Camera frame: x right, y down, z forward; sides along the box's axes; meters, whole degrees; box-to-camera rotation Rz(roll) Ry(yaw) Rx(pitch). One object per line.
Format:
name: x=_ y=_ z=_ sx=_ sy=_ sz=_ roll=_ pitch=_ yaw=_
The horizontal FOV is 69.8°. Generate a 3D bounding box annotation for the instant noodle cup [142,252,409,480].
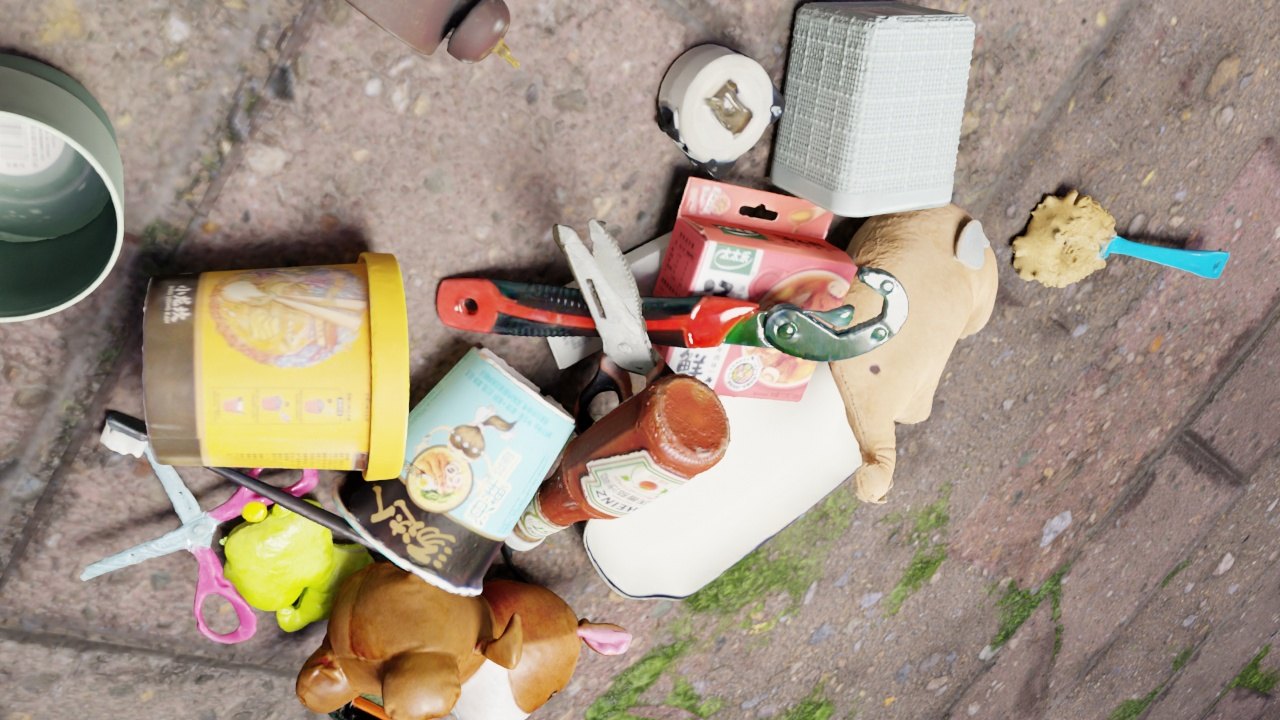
instant noodle cup: x=-0.182 y=0.004 z=0.464 sx=0.114 sy=0.118 sz=0.119 roll=-2 pitch=119 yaw=-20

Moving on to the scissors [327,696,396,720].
scissors: x=-0.175 y=0.309 z=0.714 sx=0.220 sy=0.021 sz=0.228 roll=-20 pitch=126 yaw=-18

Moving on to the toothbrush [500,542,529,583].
toothbrush: x=-0.079 y=0.186 z=0.699 sx=0.016 sy=0.014 sz=0.189 roll=-33 pitch=131 yaw=-24

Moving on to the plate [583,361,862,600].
plate: x=0.073 y=0.077 z=0.702 sx=0.265 sy=0.034 sz=0.162 roll=-36 pitch=128 yaw=-6

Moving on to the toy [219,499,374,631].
toy: x=-0.215 y=0.130 z=0.573 sx=0.100 sy=0.031 sz=0.097 roll=20 pitch=104 yaw=-41

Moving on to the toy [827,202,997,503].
toy: x=0.175 y=-0.014 z=0.636 sx=0.143 sy=0.083 sz=0.225 roll=45 pitch=64 yaw=-23

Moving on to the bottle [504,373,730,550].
bottle: x=-0.028 y=0.074 z=0.570 sx=0.059 sy=0.059 sz=0.207 roll=11 pitch=148 yaw=-34

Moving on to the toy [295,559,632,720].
toy: x=-0.110 y=0.196 z=0.607 sx=0.199 sy=0.140 sz=0.130 roll=15 pitch=72 yaw=-55

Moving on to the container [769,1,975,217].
container: x=0.141 y=-0.157 z=0.563 sx=0.090 sy=0.090 sz=0.112 roll=-11 pitch=120 yaw=-24

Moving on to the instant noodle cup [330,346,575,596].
instant noodle cup: x=-0.105 y=0.059 z=0.552 sx=0.111 sy=0.111 sz=0.120 roll=38 pitch=88 yaw=-40

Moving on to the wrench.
wrench: x=0.016 y=-0.027 z=0.535 sx=0.273 sy=0.016 sz=0.056 roll=1 pitch=114 yaw=4

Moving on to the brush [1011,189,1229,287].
brush: x=0.418 y=-0.092 z=0.780 sx=0.254 sy=0.046 sz=0.083 roll=4 pitch=113 yaw=-25

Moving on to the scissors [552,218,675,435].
scissors: x=-0.016 y=0.003 z=0.541 sx=0.204 sy=0.015 sz=0.199 roll=33 pitch=139 yaw=-22

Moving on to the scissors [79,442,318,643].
scissors: x=-0.245 y=0.099 z=0.521 sx=0.133 sy=0.017 sz=0.134 roll=-22 pitch=104 yaw=-19

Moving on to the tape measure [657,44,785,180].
tape measure: x=0.045 y=-0.151 z=0.545 sx=0.066 sy=0.033 sz=0.066 roll=-50 pitch=130 yaw=4

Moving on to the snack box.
snack box: x=0.069 y=-0.041 z=0.581 sx=0.113 sy=0.044 sz=0.127 roll=5 pitch=117 yaw=-26

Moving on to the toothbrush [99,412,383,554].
toothbrush: x=-0.211 y=0.076 z=0.515 sx=0.181 sy=0.015 sz=0.018 roll=29 pitch=94 yaw=-18

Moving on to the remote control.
remote control: x=-0.006 y=-0.042 z=0.590 sx=0.124 sy=0.024 sz=0.049 roll=-28 pitch=129 yaw=-11

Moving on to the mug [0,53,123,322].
mug: x=-0.269 y=-0.067 z=0.370 sx=0.111 sy=0.106 sz=0.082 roll=-32 pitch=130 yaw=-9

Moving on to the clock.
clock: x=-0.101 y=-0.176 z=0.416 sx=0.122 sy=0.082 sz=0.055 roll=32 pitch=104 yaw=-38
